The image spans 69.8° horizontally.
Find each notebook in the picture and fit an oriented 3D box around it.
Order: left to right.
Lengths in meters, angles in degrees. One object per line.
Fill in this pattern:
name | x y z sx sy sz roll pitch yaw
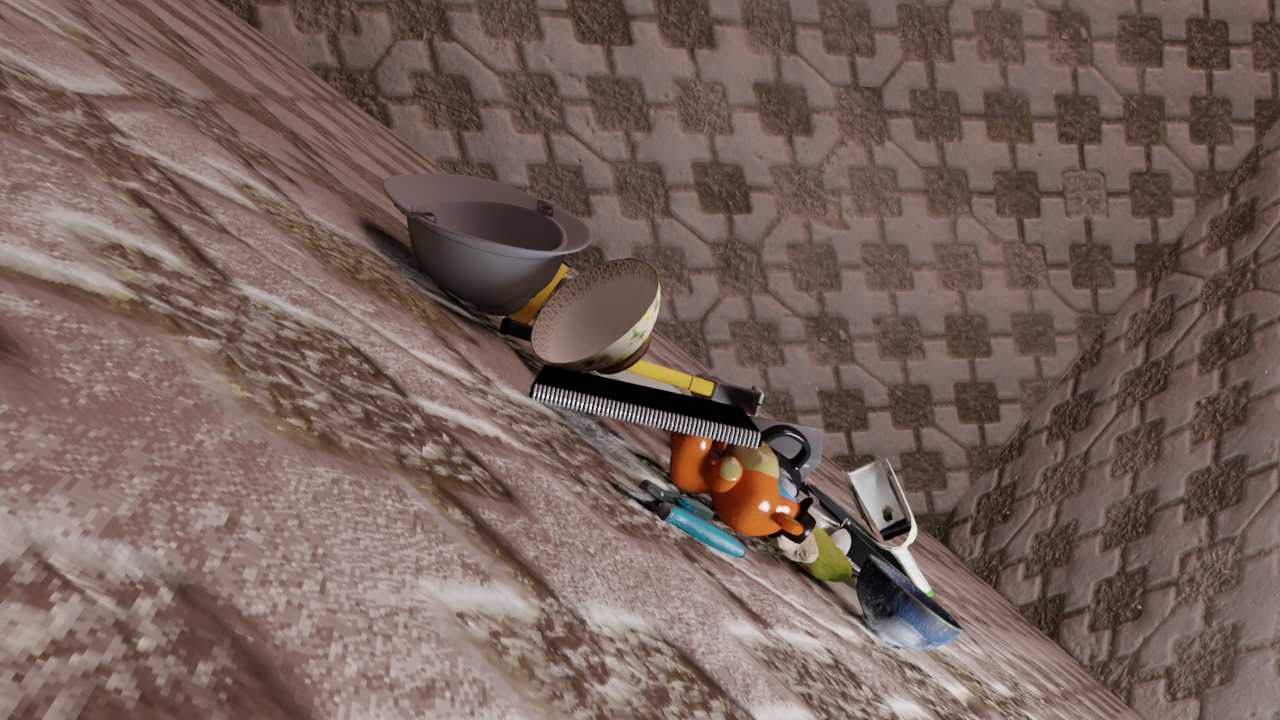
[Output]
notebook | 0.004 0.040 0.866 0.206 0.016 0.149 12 7 -3

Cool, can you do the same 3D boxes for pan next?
pan | 0.244 0.209 1.234 0.355 0.044 0.204 39 6 -25

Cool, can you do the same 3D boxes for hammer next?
hammer | -0.006 0.006 1.039 0.324 0.034 0.170 17 0 -24

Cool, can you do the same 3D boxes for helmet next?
helmet | -0.174 -0.115 0.996 0.183 0.118 0.271 -14 33 -43

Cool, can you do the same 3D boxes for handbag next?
handbag | 0.302 0.211 1.120 0.176 0.074 0.151 69 12 17

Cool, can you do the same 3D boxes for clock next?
clock | 0.202 0.194 1.081 0.157 0.061 0.103 39 5 36

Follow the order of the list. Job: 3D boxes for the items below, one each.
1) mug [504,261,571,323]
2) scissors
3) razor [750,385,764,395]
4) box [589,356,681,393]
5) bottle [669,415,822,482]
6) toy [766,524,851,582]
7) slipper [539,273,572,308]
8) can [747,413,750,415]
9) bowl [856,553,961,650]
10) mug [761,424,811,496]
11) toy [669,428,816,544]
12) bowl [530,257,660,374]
mug | -0.146 -0.101 1.121 0.100 0.094 0.123 39 4 35
scissors | 0.035 0.127 0.762 0.124 0.019 0.155 37 6 13
razor | 0.116 0.080 1.195 0.088 0.116 0.047 43 0 44
box | -0.037 0.010 1.213 0.197 0.074 0.126 33 26 -16
bottle | 0.122 0.100 1.102 0.174 0.046 0.084 11 -25 -3
toy | 0.171 0.194 0.974 0.117 0.043 0.092 29 13 -40
slipper | -0.086 -0.075 1.292 0.114 0.054 0.273 39 -10 -18
can | 0.152 0.109 1.490 0.104 0.064 0.064 34 6 -34
bowl | 0.261 0.257 0.933 0.114 0.061 0.114 36 4 -3
mug | 0.134 0.116 1.014 0.088 0.114 0.078 35 24 -31
toy | 0.096 0.120 0.906 0.176 0.096 0.112 48 5 -7
bowl | -0.035 -0.032 0.934 0.063 0.145 0.145 55 -7 -38
